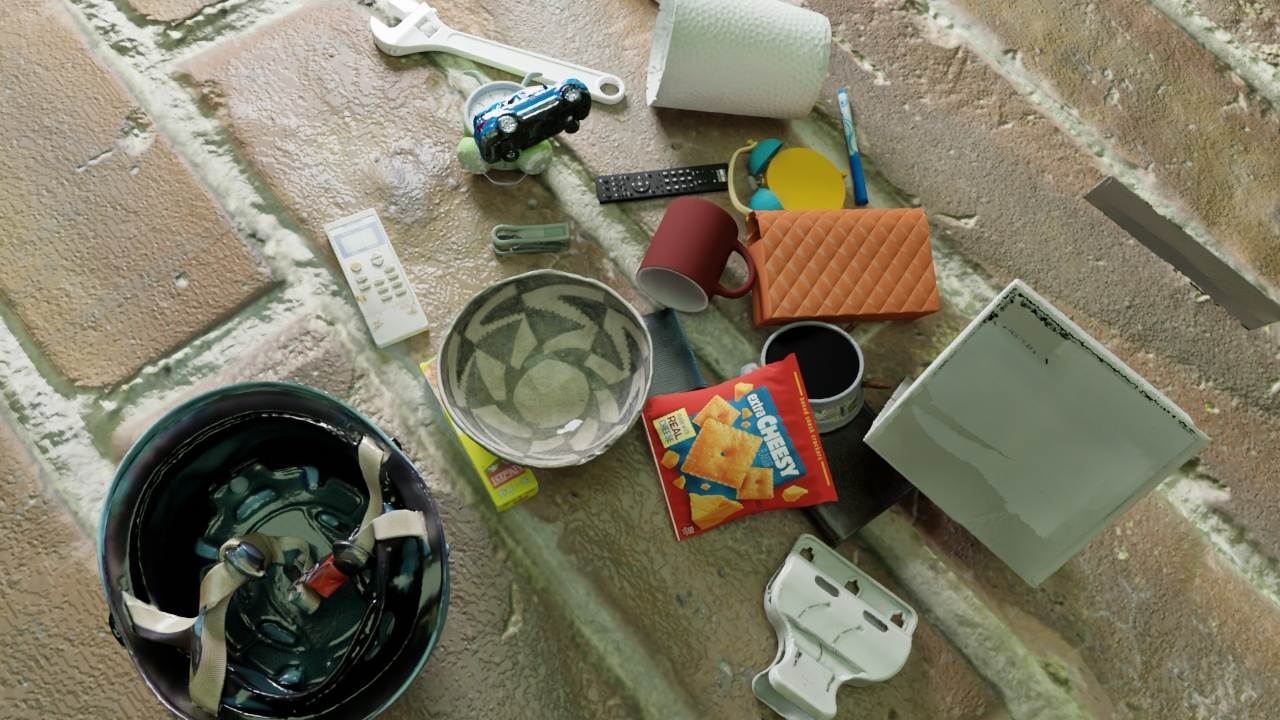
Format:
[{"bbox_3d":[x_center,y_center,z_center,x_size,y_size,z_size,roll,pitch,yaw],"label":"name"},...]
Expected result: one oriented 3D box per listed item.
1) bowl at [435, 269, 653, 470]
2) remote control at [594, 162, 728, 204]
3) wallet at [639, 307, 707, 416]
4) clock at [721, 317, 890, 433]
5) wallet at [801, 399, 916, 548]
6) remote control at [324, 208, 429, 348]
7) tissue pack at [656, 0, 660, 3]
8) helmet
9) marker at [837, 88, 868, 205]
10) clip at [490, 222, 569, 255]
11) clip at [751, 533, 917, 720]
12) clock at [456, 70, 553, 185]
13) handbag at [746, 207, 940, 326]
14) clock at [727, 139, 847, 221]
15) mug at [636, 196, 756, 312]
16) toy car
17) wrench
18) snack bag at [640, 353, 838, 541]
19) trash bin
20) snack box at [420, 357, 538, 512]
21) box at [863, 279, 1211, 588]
[{"bbox_3d":[-0.079,0.017,0.781,0.178,0.081,0.178,2,64,-4],"label":"bowl"},{"bbox_3d":[0.025,-0.180,0.931,0.140,0.009,0.030,-8,70,-10],"label":"remote control"},{"bbox_3d":[-0.005,0.005,0.846,0.115,0.026,0.089,-19,71,-14],"label":"wallet"},{"bbox_3d":[0.142,0.017,0.839,0.148,0.056,0.103,-11,54,-5],"label":"clock"},{"bbox_3d":[0.187,0.100,0.833,0.119,0.031,0.099,-31,74,-23],"label":"wallet"},{"bbox_3d":[-0.247,-0.079,0.856,0.050,0.011,0.135,-24,73,-15],"label":"remote control"},{"bbox_3d":[0.036,-0.456,1.011,0.209,0.066,0.116,38,70,10],"label":"tissue pack"},{"bbox_3d":[-0.263,0.150,0.679,0.225,0.167,0.265,-32,78,-20],"label":"helmet"},{"bbox_3d":[0.224,-0.228,0.973,0.013,0.013,0.141,-2,69,-8],"label":"marker"},{"bbox_3d":[-0.105,-0.117,0.881,0.076,0.045,0.023,-4,68,-8],"label":"clip"},{"bbox_3d":[0.155,0.230,0.763,0.125,0.075,0.143,35,58,10],"label":"clip"},{"bbox_3d":[-0.134,-0.227,0.912,0.094,0.043,0.119,0,68,-6],"label":"clock"},{"bbox_3d":[0.190,-0.092,0.883,0.171,0.060,0.109,-3,83,-13],"label":"handbag"},{"bbox_3d":[0.150,-0.175,0.928,0.129,0.044,0.099,7,68,-12],"label":"clock"},{"bbox_3d":[0.060,-0.095,0.863,0.106,0.073,0.082,18,67,15],"label":"mug"},{"bbox_3d":[-0.103,-0.230,0.864,0.120,0.056,0.043,-28,73,-15],"label":"toy car"},{"bbox_3d":[-0.148,-0.319,0.961,0.273,0.018,0.066,17,68,-2],"label":"wrench"},{"bbox_3d":[0.083,0.077,0.800,0.144,0.039,0.130,-17,86,9],"label":"snack bag"},{"bbox_3d":[0.098,-0.312,0.932,0.161,0.133,0.133,8,68,-9],"label":"trash bin"},{"bbox_3d":[-0.142,0.059,0.805,0.040,0.029,0.148,-28,74,-16],"label":"snack box"},{"bbox_3d":[0.294,0.073,0.798,0.167,0.380,0.171,43,86,10],"label":"box"}]
